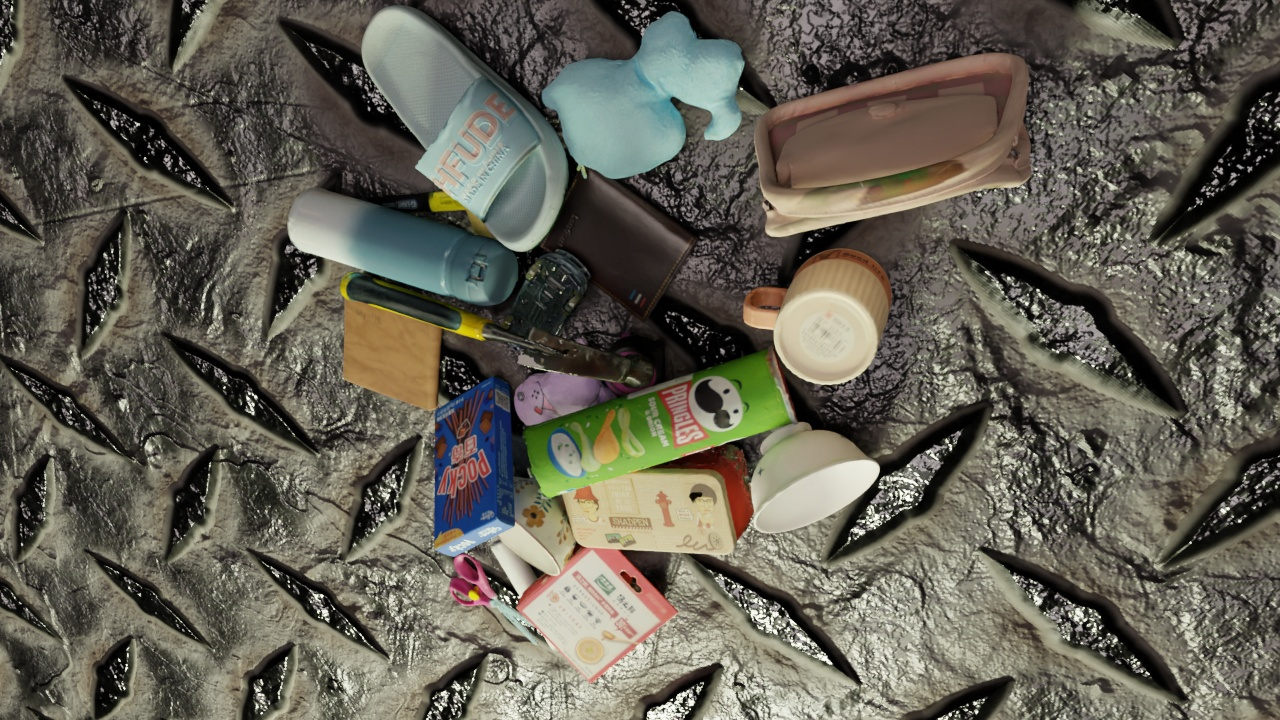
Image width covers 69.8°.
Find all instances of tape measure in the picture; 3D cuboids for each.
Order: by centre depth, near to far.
[{"bbox_3d":[-0.005,0.005,0.841,0.058,0.039,0.057,2,119,12],"label":"tape measure"}]

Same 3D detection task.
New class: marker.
[{"bbox_3d":[-0.204,-0.147,0.853,0.124,0.015,0.018,2,113,27],"label":"marker"}]

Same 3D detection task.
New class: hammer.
[{"bbox_3d":[-0.151,-0.034,0.818,0.324,0.126,0.032,17,92,31],"label":"hammer"}]

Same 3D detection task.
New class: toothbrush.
[{"bbox_3d":[-0.137,0.216,0.983,0.221,0.026,0.026,61,157,-12],"label":"toothbrush"}]

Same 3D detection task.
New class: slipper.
[{"bbox_3d":[-0.155,-0.201,0.776,0.245,0.074,0.104,49,117,6],"label":"slipper"}]

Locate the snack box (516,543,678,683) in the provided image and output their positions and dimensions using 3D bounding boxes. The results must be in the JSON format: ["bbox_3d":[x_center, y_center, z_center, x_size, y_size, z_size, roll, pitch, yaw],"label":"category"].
[{"bbox_3d":[-0.042,0.248,0.945,0.127,0.044,0.113,-42,94,14],"label":"snack box"}]

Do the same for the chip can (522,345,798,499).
[{"bbox_3d":[0.015,0.056,0.806,0.236,0.072,0.072,-18,105,11],"label":"chip can"}]

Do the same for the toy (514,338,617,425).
[{"bbox_3d":[-0.074,0.035,0.877,0.108,0.038,0.084,-28,98,26],"label":"toy"}]

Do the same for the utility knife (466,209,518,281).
[{"bbox_3d":[-0.151,-0.152,0.839,0.031,0.018,0.173,-13,108,20],"label":"utility knife"}]

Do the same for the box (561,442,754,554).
[{"bbox_3d":[0.018,0.123,0.869,0.169,0.079,0.091,-3,112,27],"label":"box"}]

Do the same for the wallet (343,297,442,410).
[{"bbox_3d":[-0.254,-0.011,0.935,0.115,0.020,0.101,16,115,16],"label":"wallet"}]

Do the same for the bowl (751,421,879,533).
[{"bbox_3d":[0.141,0.094,0.805,0.119,0.118,0.064,-44,54,29],"label":"bowl"}]

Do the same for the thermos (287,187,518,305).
[{"bbox_3d":[-0.218,-0.103,0.843,0.221,0.070,0.070,18,117,19],"label":"thermos"}]

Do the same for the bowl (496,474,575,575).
[{"bbox_3d":[-0.106,0.154,0.915,0.113,0.062,0.114,34,156,17],"label":"bowl"}]

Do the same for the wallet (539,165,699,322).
[{"bbox_3d":[-0.021,-0.105,0.813,0.122,0.020,0.097,36,119,4],"label":"wallet"}]

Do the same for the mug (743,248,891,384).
[{"bbox_3d":[0.139,-0.038,0.733,0.115,0.105,0.082,8,114,16],"label":"mug"}]

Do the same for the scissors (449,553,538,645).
[{"bbox_3d":[-0.157,0.258,1.001,0.137,0.017,0.096,20,123,25],"label":"scissors"}]

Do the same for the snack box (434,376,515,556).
[{"bbox_3d":[-0.161,0.100,0.882,0.085,0.157,0.026,-29,141,27],"label":"snack box"}]

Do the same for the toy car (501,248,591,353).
[{"bbox_3d":[-0.088,-0.050,0.848,0.054,0.036,0.121,38,131,3],"label":"toy car"}]

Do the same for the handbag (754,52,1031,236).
[{"bbox_3d":[0.163,-0.130,0.613,0.194,0.233,0.093,-8,110,22],"label":"handbag"}]

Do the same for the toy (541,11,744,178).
[{"bbox_3d":[-0.001,-0.206,0.743,0.161,0.049,0.156,32,115,8],"label":"toy"}]
